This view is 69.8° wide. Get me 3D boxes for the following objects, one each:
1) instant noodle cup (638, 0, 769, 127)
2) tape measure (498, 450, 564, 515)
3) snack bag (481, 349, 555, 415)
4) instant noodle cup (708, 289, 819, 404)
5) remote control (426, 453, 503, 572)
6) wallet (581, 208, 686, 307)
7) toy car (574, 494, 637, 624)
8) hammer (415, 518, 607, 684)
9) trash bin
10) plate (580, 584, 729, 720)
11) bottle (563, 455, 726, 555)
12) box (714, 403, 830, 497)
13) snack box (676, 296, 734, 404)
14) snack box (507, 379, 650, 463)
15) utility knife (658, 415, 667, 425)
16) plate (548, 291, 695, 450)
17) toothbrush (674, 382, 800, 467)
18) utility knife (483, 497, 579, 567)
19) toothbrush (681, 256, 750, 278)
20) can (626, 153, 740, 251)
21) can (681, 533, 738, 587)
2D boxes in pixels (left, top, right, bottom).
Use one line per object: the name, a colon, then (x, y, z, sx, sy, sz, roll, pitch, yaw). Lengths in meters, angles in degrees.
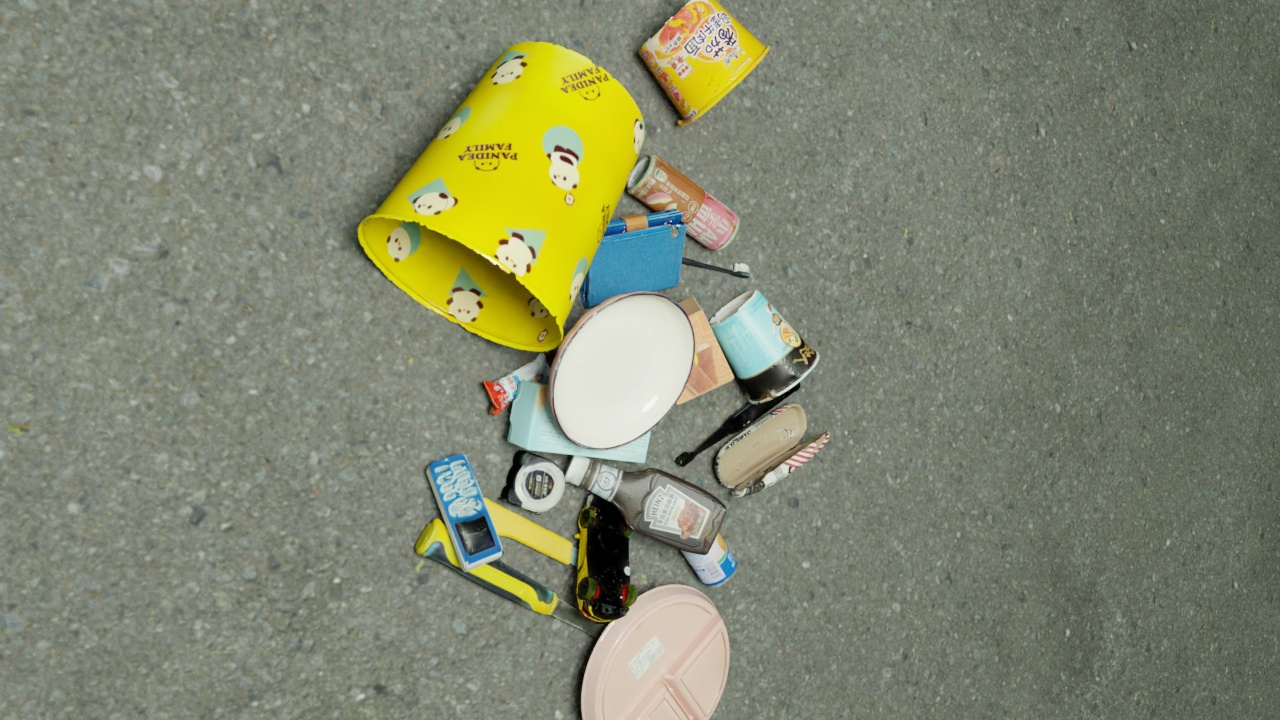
instant noodle cup: (0.072, -0.376, 1.125, 0.110, 0.138, 0.137, 45, 70, -13)
tape measure: (-0.124, 0.144, 1.072, 0.066, 0.034, 0.065, 25, 80, -24)
snack bag: (-0.137, 0.024, 1.067, 0.105, 0.026, 0.045, -29, 101, -28)
instant noodle cup: (0.152, -0.023, 1.187, 0.111, 0.111, 0.120, -42, 102, -22)
remote control: (-0.196, 0.167, 1.016, 0.048, 0.024, 0.125, -16, 77, -37)
wallet: (-0.010, -0.125, 1.114, 0.132, 0.040, 0.106, -16, 129, -27)
toy car: (-0.043, 0.235, 1.096, 0.071, 0.041, 0.155, 20, 54, -32)
hammer: (-0.121, 0.282, 1.076, 0.323, 0.032, 0.126, 35, 73, -25)
trash bin: (-0.129, -0.176, 0.967, 0.229, 0.230, 0.254, 36, 68, -24)
plate: (0.027, 0.393, 1.137, 0.229, 0.028, 0.229, -7, 101, -36)
bottle: (0.003, 0.165, 1.099, 0.195, 0.044, 0.080, 24, 89, -5)
box: (0.169, 0.116, 1.220, 0.162, 0.076, 0.088, -32, 83, -24)
snack box: (0.055, -0.014, 1.123, 0.077, 0.092, 0.094, -26, 105, 4)
snack box: (-0.067, 0.073, 1.078, 0.174, 0.052, 0.074, 11, 91, -37)
utility knife: (-0.007, 0.007, 1.150, 0.030, 0.018, 0.167, -39, 104, -29)
plate: (-0.025, 0.008, 1.019, 0.192, 0.039, 0.193, -20, 126, -30)
toothbrush: (0.130, 0.081, 1.217, 0.212, 0.027, 0.026, -33, 120, -24)
utility knife: (-0.120, 0.214, 1.084, 0.209, 0.015, 0.033, 33, 74, -25)
toothbrush: (0.068, -0.129, 1.186, 0.180, 0.016, 0.018, 8, 81, -30)
can: (0.054, -0.197, 1.153, 0.147, 0.058, 0.057, 31, 76, -26)
can: (0.070, 0.222, 1.168, 0.053, 0.053, 0.134, -40, 108, -23)
